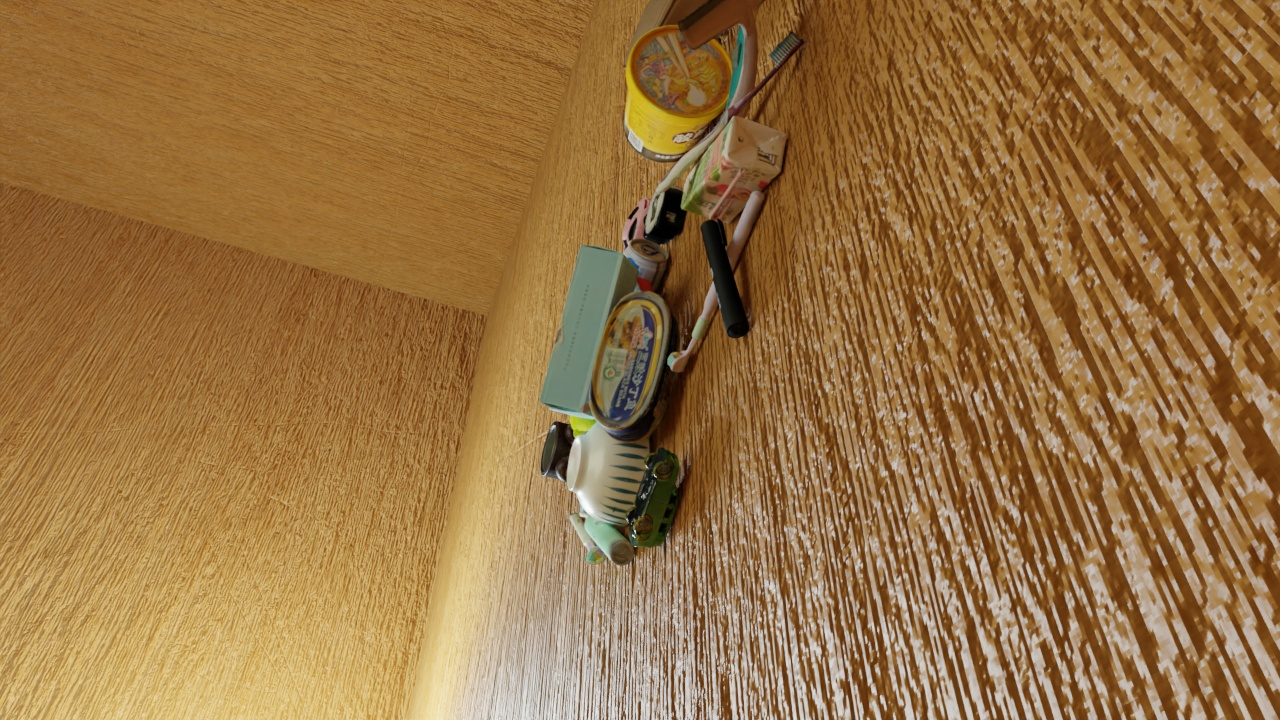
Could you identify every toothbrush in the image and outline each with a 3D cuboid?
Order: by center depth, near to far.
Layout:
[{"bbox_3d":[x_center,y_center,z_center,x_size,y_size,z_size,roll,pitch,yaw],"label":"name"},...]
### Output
[{"bbox_3d":[0.076,-0.222,0.834,0.188,0.017,0.016,-45,2,16],"label":"toothbrush"},{"bbox_3d":[0.069,-0.071,0.843,0.190,0.021,0.029,-65,-4,26],"label":"toothbrush"},{"bbox_3d":[-0.043,0.185,1.001,0.225,0.026,0.027,-174,77,-77],"label":"toothbrush"},{"bbox_3d":[-0.065,0.206,1.083,0.020,0.029,0.189,65,171,-9],"label":"toothbrush"}]

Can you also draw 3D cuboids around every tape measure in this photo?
[{"bbox_3d":[0.030,-0.175,1.083,0.066,0.033,0.066,152,132,-69],"label":"tape measure"}]

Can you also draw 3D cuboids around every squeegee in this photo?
[{"bbox_3d":[0.086,-0.244,0.890,0.246,0.040,0.250,-51,-19,-42],"label":"squeegee"}]

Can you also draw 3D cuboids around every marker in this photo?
[{"bbox_3d":[0.073,-0.073,0.793,0.022,0.020,0.131,-28,46,21],"label":"marker"}]

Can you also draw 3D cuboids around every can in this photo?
[{"bbox_3d":[-0.005,0.005,0.912,0.049,0.075,0.148,56,-134,-66],"label":"can"},{"bbox_3d":[-0.012,-0.077,1.101,0.053,0.053,0.135,-96,25,-56],"label":"can"}]

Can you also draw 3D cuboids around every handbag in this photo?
[{"bbox_3d":[0.049,-0.414,1.147,0.148,0.099,0.204,-65,15,8],"label":"handbag"}]

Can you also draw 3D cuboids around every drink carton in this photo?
[{"bbox_3d":[0.081,-0.167,0.829,0.123,0.053,0.045,140,143,-68],"label":"drink carton"}]

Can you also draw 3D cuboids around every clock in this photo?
[{"bbox_3d":[-0.093,0.120,1.203,0.122,0.055,0.082,160,124,-72],"label":"clock"}]

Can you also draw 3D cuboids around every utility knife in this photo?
[{"bbox_3d":[0.108,-0.335,0.987,0.029,0.013,0.186,-30,45,58],"label":"utility knife"}]

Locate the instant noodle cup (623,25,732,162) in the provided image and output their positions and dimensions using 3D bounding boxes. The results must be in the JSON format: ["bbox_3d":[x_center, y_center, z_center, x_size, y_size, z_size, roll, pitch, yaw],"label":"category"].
[{"bbox_3d":[0.035,-0.292,1.034,0.115,0.118,0.118,120,162,-67],"label":"instant noodle cup"}]

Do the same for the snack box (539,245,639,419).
[{"bbox_3d":[-0.052,-0.028,0.961,0.074,0.052,0.174,36,-111,-76],"label":"snack box"}]

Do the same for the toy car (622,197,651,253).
[{"bbox_3d":[-0.008,-0.154,1.205,0.056,0.037,0.122,-131,56,-76],"label":"toy car"}]

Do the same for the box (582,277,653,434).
[{"bbox_3d":[-0.035,-0.001,1.066,0.086,0.047,0.202,-104,32,-54],"label":"box"}]

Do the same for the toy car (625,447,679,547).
[{"bbox_3d":[0.014,0.123,0.819,0.043,0.036,0.091,-140,65,-76],"label":"toy car"}]

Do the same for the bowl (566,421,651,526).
[{"bbox_3d":[-0.038,0.111,0.962,0.116,0.066,0.116,-169,91,-76],"label":"bowl"}]

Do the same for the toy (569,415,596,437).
[{"bbox_3d":[-0.060,0.033,1.026,0.100,0.031,0.097,-105,32,-47],"label":"toy"}]
